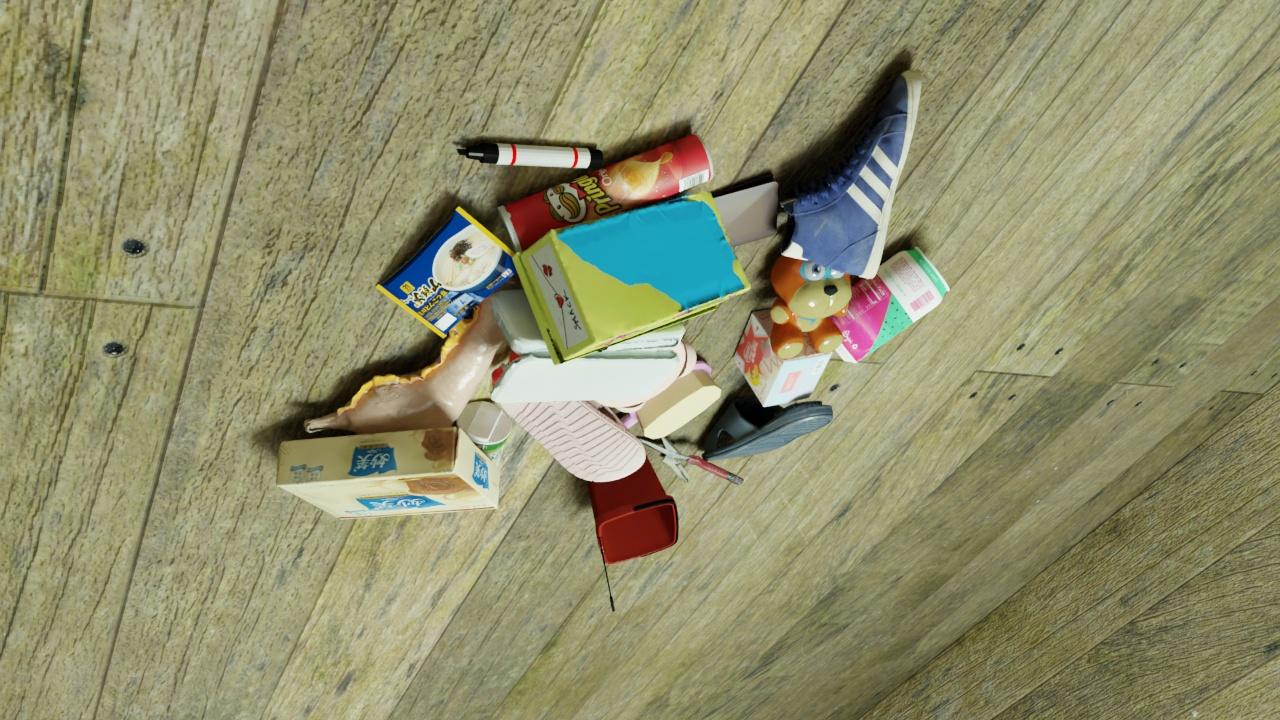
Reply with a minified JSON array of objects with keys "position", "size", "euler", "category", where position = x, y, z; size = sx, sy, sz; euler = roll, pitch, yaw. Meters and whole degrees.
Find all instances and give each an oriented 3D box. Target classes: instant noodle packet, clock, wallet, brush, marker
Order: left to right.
[{"position":[-0.190,-0.085,0.918],"size":[0.134,0.026,0.087],"euler":[-37,118,27],"category":"instant noodle packet"},{"position":[-0.104,-0.195,0.872],"size":[0.145,0.019,0.019],"euler":[-4,138,-29],"category":"marker"},{"position":[-0.007,0.007,1.138],"size":[0.131,0.086,0.160],"euler":[-36,150,12],"category":"clock"},{"position":[0.007,0.084,1.256],"size":[0.229,0.043,0.089],"euler":[-36,156,12],"category":"brush"},{"position":[0.101,-0.162,1.053],"size":[0.115,0.018,0.092],"euler":[-19,144,-7],"category":"wallet"}]

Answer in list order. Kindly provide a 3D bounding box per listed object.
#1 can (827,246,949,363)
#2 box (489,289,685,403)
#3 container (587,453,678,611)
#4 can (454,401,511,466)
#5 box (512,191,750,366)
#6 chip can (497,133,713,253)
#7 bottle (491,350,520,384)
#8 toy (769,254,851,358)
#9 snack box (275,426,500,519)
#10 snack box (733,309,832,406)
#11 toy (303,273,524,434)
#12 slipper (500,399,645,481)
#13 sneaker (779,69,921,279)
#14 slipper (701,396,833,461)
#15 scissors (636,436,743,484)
[{"position":[0.325,-0.074,1.242],"size":[0.166,0.088,0.088],"euler":[-37,143,13],"category":"can"},{"position":[-0.065,-0.027,0.988],"size":[0.210,0.105,0.130],"euler":[1,144,-35],"category":"box"},{"position":[-0.008,0.243,1.316],"size":[0.127,0.200,0.148],"euler":[-15,143,-8],"category":"container"},{"position":[-0.206,0.113,1.145],"size":[0.067,0.067,0.121],"euler":[-5,139,-29],"category":"can"},{"position":[-0.003,-0.087,0.928],"size":[0.220,0.124,0.083],"euler":[-23,179,-39],"category":"box"},{"position":[-0.034,-0.168,0.923],"size":[0.214,0.051,0.052],"euler":[-22,144,-8],"category":"chip can"},{"position":[-0.110,-0.010,1.062],"size":[0.138,0.062,0.062],"euler":[-34,144,10],"category":"bottle"},{"position":[0.210,-0.090,1.142],"size":[0.112,0.096,0.176],"euler":[-8,106,-21],"category":"toy"},{"position":[-0.281,0.133,1.049],"size":[0.207,0.055,0.153],"euler":[-5,155,9],"category":"snack box"},{"position":[0.188,-0.007,1.232],"size":[0.079,0.094,0.093],"euler":[-9,141,-24],"category":"snack box"},{"position":[-0.228,0.004,1.003],"size":[0.195,0.065,0.265],"euler":[12,125,-40],"category":"toy"},{"position":[-0.091,0.075,1.181],"size":[0.094,0.064,0.239],"euler":[-37,126,16],"category":"slipper"},{"position":[0.223,-0.212,1.024],"size":[0.118,0.091,0.233],"euler":[8,116,1],"category":"sneaker"},{"position":[0.179,0.086,1.340],"size":[0.101,0.082,0.264],"euler":[0,161,-31],"category":"slipper"},{"position":[0.071,0.157,1.392],"size":[0.196,0.015,0.180],"euler":[17,158,-8],"category":"scissors"}]
